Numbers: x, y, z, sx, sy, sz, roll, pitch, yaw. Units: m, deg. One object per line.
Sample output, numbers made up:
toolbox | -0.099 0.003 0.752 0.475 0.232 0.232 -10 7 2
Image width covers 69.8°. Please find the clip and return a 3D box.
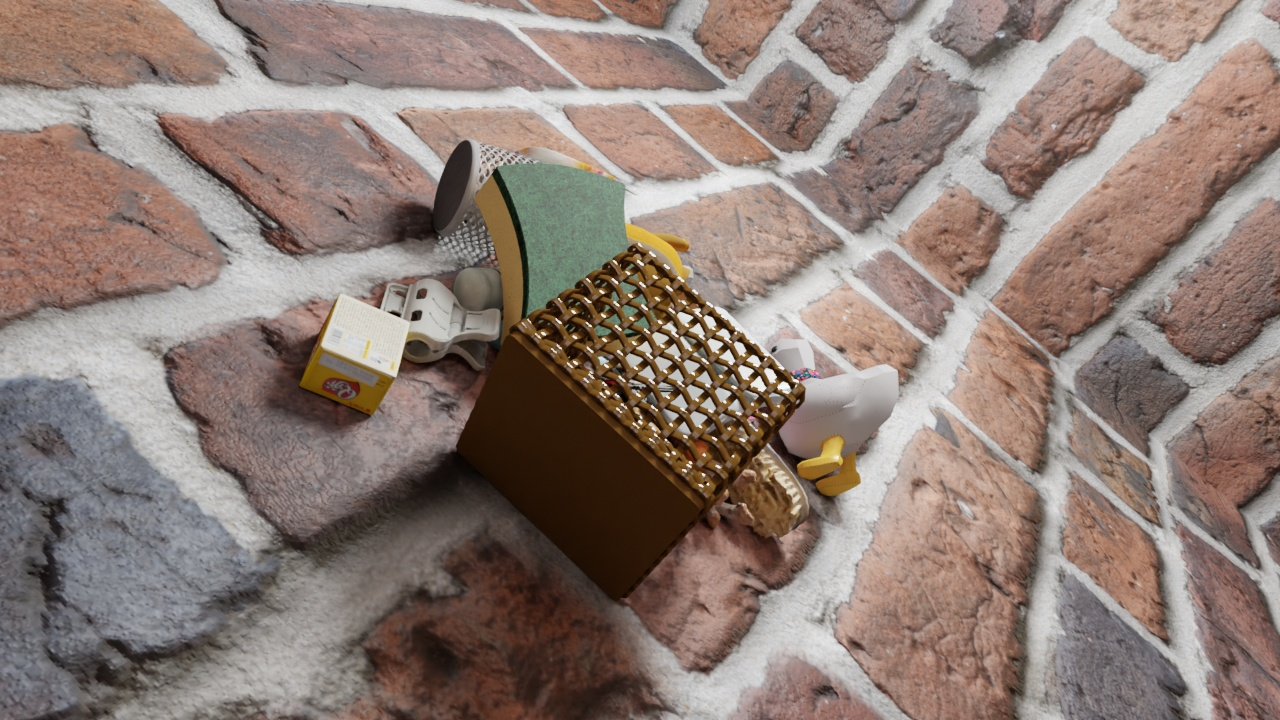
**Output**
clip | -0.244 -0.044 1.113 0.143 0.075 0.124 17 36 -15

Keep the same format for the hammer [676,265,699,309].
hammer | 0.110 -0.074 1.504 0.131 0.039 0.328 5 30 -42

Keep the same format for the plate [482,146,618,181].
plate | -0.143 -0.273 1.461 0.186 0.187 0.016 17 69 -33

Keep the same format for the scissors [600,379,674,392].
scissors | -0.020 0.033 1.160 0.146 0.015 0.188 -1 1 -3

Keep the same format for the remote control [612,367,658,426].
remote control | -0.003 0.049 1.222 0.045 0.008 0.146 54 -4 -27

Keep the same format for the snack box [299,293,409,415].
snack box | -0.304 -0.008 0.982 0.083 0.061 0.105 25 31 -21

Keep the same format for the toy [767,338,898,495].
toy | 0.278 0.066 1.410 0.141 0.247 0.267 38 39 -45

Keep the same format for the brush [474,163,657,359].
brush | -0.098 -0.130 1.203 0.194 0.075 0.250 0 67 -34

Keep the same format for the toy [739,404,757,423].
toy | 0.123 0.043 1.356 0.194 0.084 0.158 55 18 -19

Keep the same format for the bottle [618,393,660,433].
bottle | 0.016 0.125 1.148 0.059 0.059 0.181 -6 51 -52

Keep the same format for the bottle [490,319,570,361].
bottle | -0.131 -0.008 1.198 0.130 0.040 0.040 29 30 -15

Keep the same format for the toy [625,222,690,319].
toy | -0.036 -0.144 1.420 0.203 0.163 0.198 32 69 -5

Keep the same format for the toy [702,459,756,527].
toy | 0.095 0.165 1.184 0.074 0.085 0.106 -28 38 -22

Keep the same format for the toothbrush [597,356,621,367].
toothbrush | -0.008 0.008 1.341 0.154 0.016 0.022 5 73 -47

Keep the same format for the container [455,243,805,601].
container | -0.015 0.065 0.982 0.251 0.220 0.213 42 46 8

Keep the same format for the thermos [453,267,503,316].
thermos | -0.153 -0.095 1.276 0.229 0.068 0.068 -5 50 -51

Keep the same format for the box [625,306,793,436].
box | 0.086 0.007 1.227 0.192 0.061 0.209 -16 44 -22

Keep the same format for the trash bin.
trash bin | -0.191 -0.225 1.335 0.183 0.157 0.156 15 35 -30

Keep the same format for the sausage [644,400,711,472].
sausage | 0.047 0.093 1.205 0.039 0.044 0.164 38 5 -35

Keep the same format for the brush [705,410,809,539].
brush | 0.122 0.123 1.244 0.056 0.083 0.271 -6 51 -53
